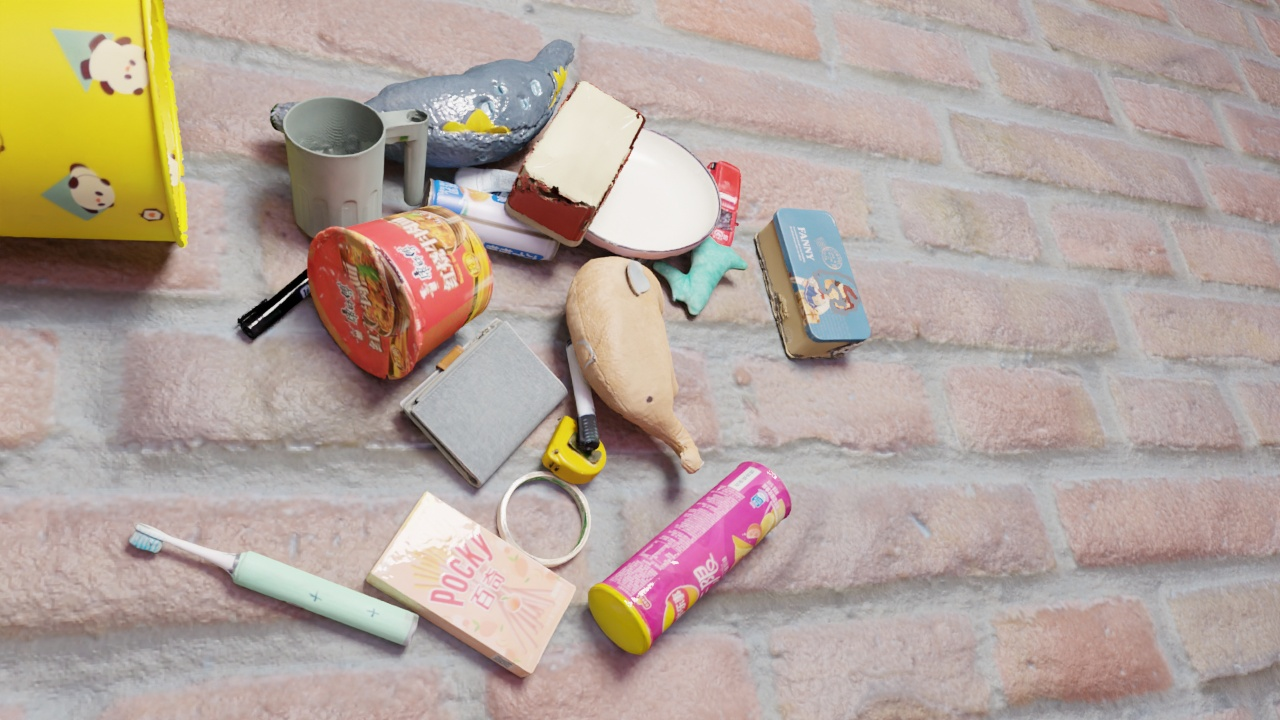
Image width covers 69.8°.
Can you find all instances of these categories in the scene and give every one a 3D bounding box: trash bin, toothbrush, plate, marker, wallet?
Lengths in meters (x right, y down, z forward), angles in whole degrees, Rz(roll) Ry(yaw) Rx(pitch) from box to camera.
[{"bbox_3d":[-0.485,-0.192,0.673,0.255,0.230,0.229,-6,69,-22],"label":"trash bin"},{"bbox_3d":[-0.279,0.171,0.708,0.224,0.026,0.027,26,80,-14],"label":"toothbrush"},{"bbox_3d":[-0.009,-0.177,0.986,0.192,0.039,0.192,9,53,-13],"label":"plate"},{"bbox_3d":[-0.057,0.029,0.870,0.022,0.018,0.130,8,45,-24],"label":"marker"},{"bbox_3d":[-0.302,-0.067,0.817,0.022,0.020,0.131,36,56,6],"label":"marker"},{"bbox_3d":[-0.142,0.035,0.837,0.106,0.037,0.129,49,56,-11],"label":"wallet"}]

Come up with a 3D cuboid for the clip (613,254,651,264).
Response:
[{"bbox_3d":[-0.007,-0.106,0.979,0.056,0.025,0.029,-23,74,-29],"label":"clip"}]

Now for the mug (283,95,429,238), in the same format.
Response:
[{"bbox_3d":[-0.253,-0.172,0.826,0.123,0.104,0.083,-13,55,-26],"label":"mug"}]

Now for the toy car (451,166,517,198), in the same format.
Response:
[{"bbox_3d":[-0.147,-0.176,0.938,0.090,0.034,0.043,7,66,-22],"label":"toy car"}]

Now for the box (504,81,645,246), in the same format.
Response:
[{"bbox_3d":[-0.061,-0.204,0.907,0.091,0.077,0.167,28,50,-7],"label":"box"}]

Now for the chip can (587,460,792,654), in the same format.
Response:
[{"bbox_3d":[0.051,0.176,0.843,0.210,0.072,0.071,-34,84,-35],"label":"chip can"}]

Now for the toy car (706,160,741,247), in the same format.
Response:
[{"bbox_3d":[0.087,-0.175,1.047,0.053,0.045,0.120,19,62,-16],"label":"toy car"}]

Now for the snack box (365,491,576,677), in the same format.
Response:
[{"bbox_3d":[-0.140,0.188,0.769,0.157,0.026,0.084,35,56,-8],"label":"snack box"}]

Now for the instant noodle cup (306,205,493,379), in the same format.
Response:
[{"bbox_3d":[-0.205,-0.067,0.804,0.138,0.138,0.108,50,46,3],"label":"instant noodle cup"}]

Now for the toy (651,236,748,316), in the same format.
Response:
[{"bbox_3d":[0.062,-0.095,0.995,0.096,0.030,0.091,31,74,-13],"label":"toy"}]

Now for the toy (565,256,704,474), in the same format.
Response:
[{"bbox_3d":[-0.005,0.005,0.883,0.143,0.083,0.225,8,61,-48],"label":"toy"}]

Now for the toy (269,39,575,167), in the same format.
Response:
[{"bbox_3d":[-0.180,-0.253,0.917,0.355,0.092,0.138,-25,60,-34],"label":"toy"}]

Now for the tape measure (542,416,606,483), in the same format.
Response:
[{"bbox_3d":[-0.059,0.084,0.849,0.057,0.029,0.059,34,38,-9],"label":"tape measure"}]

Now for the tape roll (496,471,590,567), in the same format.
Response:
[{"bbox_3d":[-0.086,0.142,0.825,0.085,0.014,0.085,11,62,-21],"label":"tape roll"}]

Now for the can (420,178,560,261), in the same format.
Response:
[{"bbox_3d":[-0.147,-0.137,0.905,0.134,0.053,0.053,11,62,-21],"label":"can"}]

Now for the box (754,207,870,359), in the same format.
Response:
[{"bbox_3d":[0.194,-0.093,1.051,0.089,0.060,0.184,-4,70,-28],"label":"box"}]
